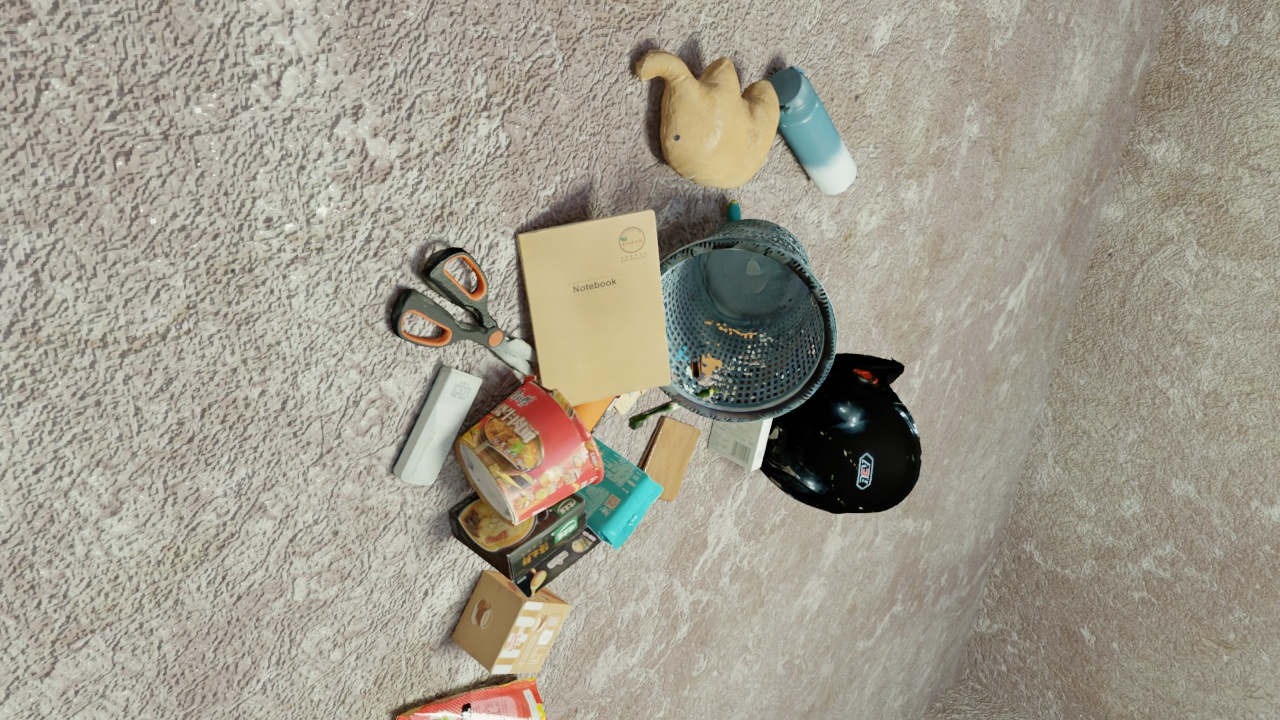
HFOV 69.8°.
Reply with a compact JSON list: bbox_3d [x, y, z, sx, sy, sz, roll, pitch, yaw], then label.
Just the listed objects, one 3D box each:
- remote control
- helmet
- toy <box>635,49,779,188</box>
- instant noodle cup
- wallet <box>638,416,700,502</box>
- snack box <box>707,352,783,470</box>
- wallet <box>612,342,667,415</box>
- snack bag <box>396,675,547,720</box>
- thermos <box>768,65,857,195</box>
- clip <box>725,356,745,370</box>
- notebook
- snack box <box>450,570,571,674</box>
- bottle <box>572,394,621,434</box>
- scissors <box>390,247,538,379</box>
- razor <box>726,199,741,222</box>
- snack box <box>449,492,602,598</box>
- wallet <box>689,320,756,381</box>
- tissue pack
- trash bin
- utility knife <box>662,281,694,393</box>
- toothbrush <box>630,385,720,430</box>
[{"bbox_3d":[-0.204,0.068,0.929,0.049,0.024,0.125,24,91,-55],"label":"remote control"},{"bbox_3d":[0.286,0.112,1.378,0.229,0.275,0.234,-4,112,-22],"label":"helmet"},{"bbox_3d":[0.074,-0.269,1.035,0.225,0.082,0.143,6,101,-50],"label":"toy"},{"bbox_3d":[-0.121,0.103,0.971,0.108,0.138,0.138,-34,136,-24],"label":"instant noodle cup"},{"bbox_3d":[0.037,0.140,1.286,0.101,0.020,0.115,25,88,-54],"label":"wallet"},{"bbox_3d":[0.152,0.073,1.333,0.026,0.085,0.157,-11,120,-47],"label":"snack box"},{"bbox_3d":[-0.007,0.007,1.146,0.115,0.024,0.087,-53,138,-17],"label":"wallet"},{"bbox_3d":[-0.214,0.461,1.132,0.207,0.073,0.129,0,107,-46],"label":"snack bag"},{"bbox_3d":[0.227,-0.301,1.216,0.070,0.070,0.220,-60,144,-6],"label":"thermos"},{"bbox_3d":[0.126,-0.005,1.261,0.024,0.026,0.056,-45,136,-26],"label":"clip"},{"bbox_3d":[-0.046,-0.051,0.987,0.147,0.008,0.208,-13,117,-13],"label":"notebook"},{"bbox_3d":[-0.154,0.313,1.098,0.094,0.077,0.093,28,89,-55],"label":"snack box"},{"bbox_3d":[-0.069,0.057,1.067,0.066,0.067,0.149,19,102,-55],"label":"bottle"},{"bbox_3d":[-0.169,-0.021,0.928,0.160,0.022,0.234,-38,142,-23],"label":"scissors"},{"bbox_3d":[0.131,-0.166,1.208,0.043,0.028,0.133,-25,140,0],"label":"razor"},{"bbox_3d":[-0.126,0.182,1.010,0.113,0.126,0.053,-33,134,-36],"label":"snack box"},{"bbox_3d":[0.119,-0.043,1.268,0.131,0.031,0.108,-32,136,-38],"label":"wallet"},{"bbox_3d":[-0.047,0.152,1.088,0.093,0.133,0.050,-49,146,-15],"label":"tissue pack"},{"bbox_3d":[0.122,-0.069,1.093,0.194,0.227,0.227,-63,160,-60],"label":"trash bin"},{"bbox_3d":[0.049,-0.023,1.198,0.034,0.018,0.203,-45,139,-28],"label":"utility knife"},{"bbox_3d":[0.050,0.063,1.261,0.185,0.012,0.017,-19,131,-45],"label":"toothbrush"}]
